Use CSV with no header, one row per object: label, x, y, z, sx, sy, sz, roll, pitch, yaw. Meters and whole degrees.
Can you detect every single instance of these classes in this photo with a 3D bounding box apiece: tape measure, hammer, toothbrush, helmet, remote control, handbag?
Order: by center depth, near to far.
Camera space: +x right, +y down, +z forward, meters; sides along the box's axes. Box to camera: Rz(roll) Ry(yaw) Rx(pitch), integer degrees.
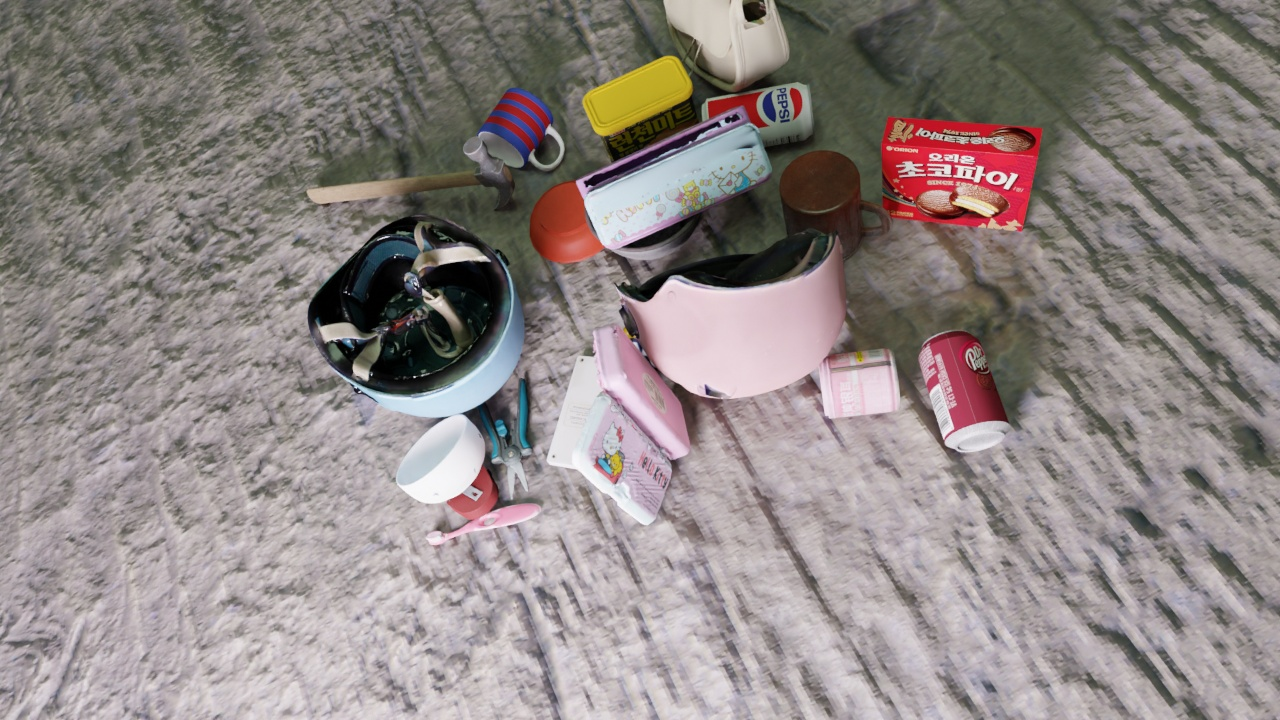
helmet,0.103,-0.046,0.953,0.229,0.152,0.256,-21,14,-21
toothbrush,-0.175,0.181,1.019,0.135,0.016,0.021,-18,55,7
tape measure,-0.183,0.148,1.027,0.051,0.019,0.058,19,62,40
remote control,-0.065,0.059,1.052,0.050,0.011,0.135,7,67,19
helmet,-0.235,-0.036,1.055,0.225,0.167,0.266,-47,53,-11
handbag,0.082,-0.417,1.140,0.132,0.184,0.229,-32,51,-3
hammer,-0.316,-0.232,1.227,0.332,0.119,0.030,-2,63,25

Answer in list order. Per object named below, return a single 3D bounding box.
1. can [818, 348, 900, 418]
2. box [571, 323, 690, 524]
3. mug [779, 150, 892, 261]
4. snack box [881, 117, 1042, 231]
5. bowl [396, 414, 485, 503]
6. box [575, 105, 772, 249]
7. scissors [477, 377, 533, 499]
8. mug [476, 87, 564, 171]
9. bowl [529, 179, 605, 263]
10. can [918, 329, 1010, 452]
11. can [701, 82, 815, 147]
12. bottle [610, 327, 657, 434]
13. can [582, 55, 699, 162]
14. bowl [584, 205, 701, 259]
can,0.227,0.024,0.955,0.076,0.067,0.067,-7,62,12
box,-0.001,0.067,0.920,0.059,0.201,0.155,-6,62,21
mug,0.221,-0.169,1.033,0.123,0.110,0.096,8,71,20
snack box,0.343,-0.201,0.997,0.152,0.133,0.035,10,67,20
bowl,-0.218,0.116,1.029,0.105,0.054,0.104,-31,27,17
box,0.039,-0.210,1.067,0.214,0.089,0.092,-24,103,3
scissors,-0.153,0.082,1.061,0.150,0.019,0.120,34,74,26
mug,-0.151,-0.302,1.230,0.112,0.075,0.076,30,73,-1
bowl,-0.089,-0.185,1.167,0.122,0.035,0.121,-7,63,13
can,0.325,0.031,0.926,0.063,0.063,0.114,-13,61,9
can,0.146,-0.300,1.139,0.132,0.070,0.070,-7,62,12
bottle,-0.006,0.006,1.038,0.053,0.053,0.185,8,66,19
can,0.007,-0.305,1.163,0.131,0.101,0.072,-24,60,3
bowl,0.011,-0.177,1.117,0.145,0.067,0.144,-7,63,13
